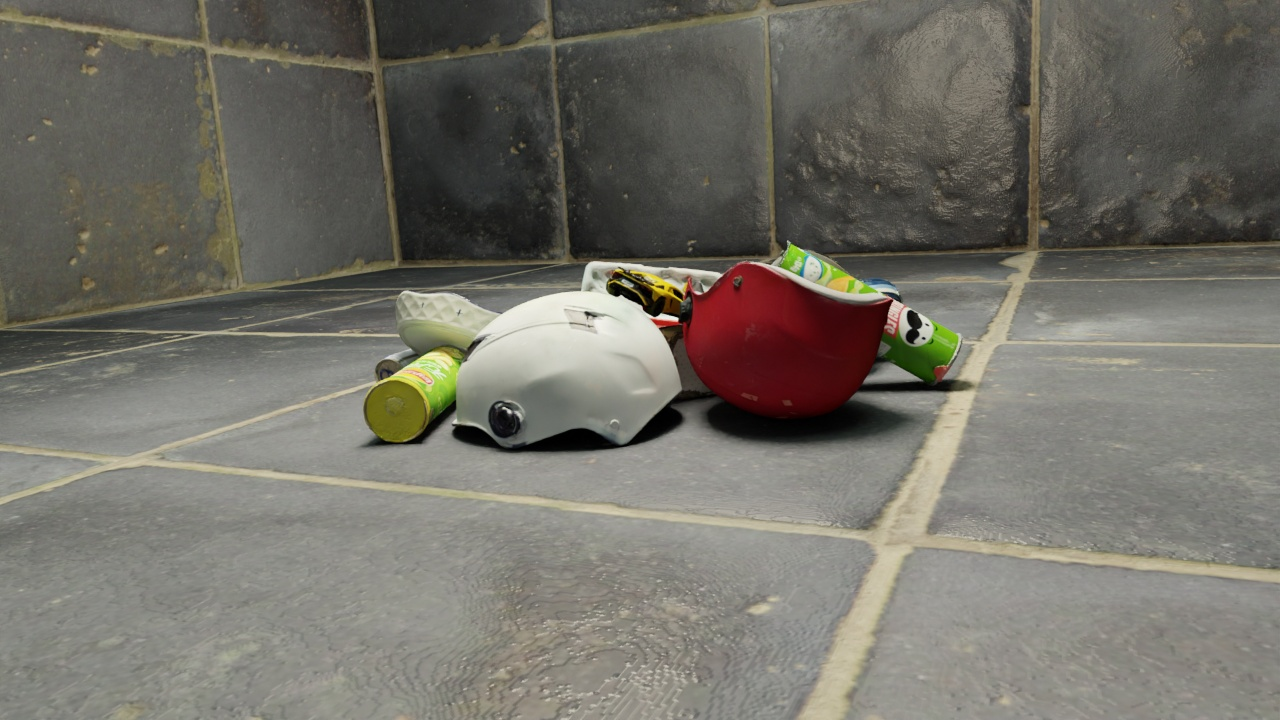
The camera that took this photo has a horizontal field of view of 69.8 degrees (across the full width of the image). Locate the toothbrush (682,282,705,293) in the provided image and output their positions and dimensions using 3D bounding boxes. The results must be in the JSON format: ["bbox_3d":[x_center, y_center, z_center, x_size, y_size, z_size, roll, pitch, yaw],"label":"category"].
[{"bbox_3d":[0.099,-0.072,1.139,0.016,0.016,0.190,-24,-19,24],"label":"toothbrush"}]

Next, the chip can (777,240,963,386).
[{"bbox_3d":[0.261,-0.055,1.091,0.236,0.072,0.072,28,13,1],"label":"chip can"}]

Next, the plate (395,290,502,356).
[{"bbox_3d":[-0.228,-0.025,1.208,0.205,0.045,0.205,16,-20,6],"label":"plate"}]

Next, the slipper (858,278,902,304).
[{"bbox_3d":[0.239,-0.035,1.253,0.253,0.105,0.095,-17,52,0],"label":"slipper"}]

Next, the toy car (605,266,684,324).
[{"bbox_3d":[0.017,-0.076,1.069,0.071,0.041,0.155,30,7,26],"label":"toy car"}]

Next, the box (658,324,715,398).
[{"bbox_3d":[0.107,-0.008,1.145,0.184,0.090,0.062,-6,10,-26],"label":"box"}]

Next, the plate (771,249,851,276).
[{"bbox_3d":[0.229,-0.059,1.155,0.179,0.179,0.024,-10,-11,-30],"label":"plate"}]

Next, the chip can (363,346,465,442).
[{"bbox_3d":[-0.255,0.034,1.079,0.072,0.072,0.221,-3,11,3],"label":"chip can"}]

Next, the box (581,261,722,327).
[{"bbox_3d":[0.011,-0.061,1.262,0.201,0.160,0.059,7,-31,6],"label":"box"}]

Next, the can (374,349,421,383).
[{"bbox_3d":[-0.313,0.008,1.287,0.053,0.053,0.134,1,11,20],"label":"can"}]

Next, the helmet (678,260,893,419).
[{"bbox_3d":[0.140,-0.009,0.989,0.206,0.144,0.240,11,-7,-22],"label":"helmet"}]

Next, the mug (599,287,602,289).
[{"bbox_3d":[-0.038,-0.057,1.334,0.106,0.114,0.081,-37,-16,3],"label":"mug"}]

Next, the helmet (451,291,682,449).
[{"bbox_3d":[-0.087,-0.001,1.010,0.259,0.146,0.228,1,11,22],"label":"helmet"}]
